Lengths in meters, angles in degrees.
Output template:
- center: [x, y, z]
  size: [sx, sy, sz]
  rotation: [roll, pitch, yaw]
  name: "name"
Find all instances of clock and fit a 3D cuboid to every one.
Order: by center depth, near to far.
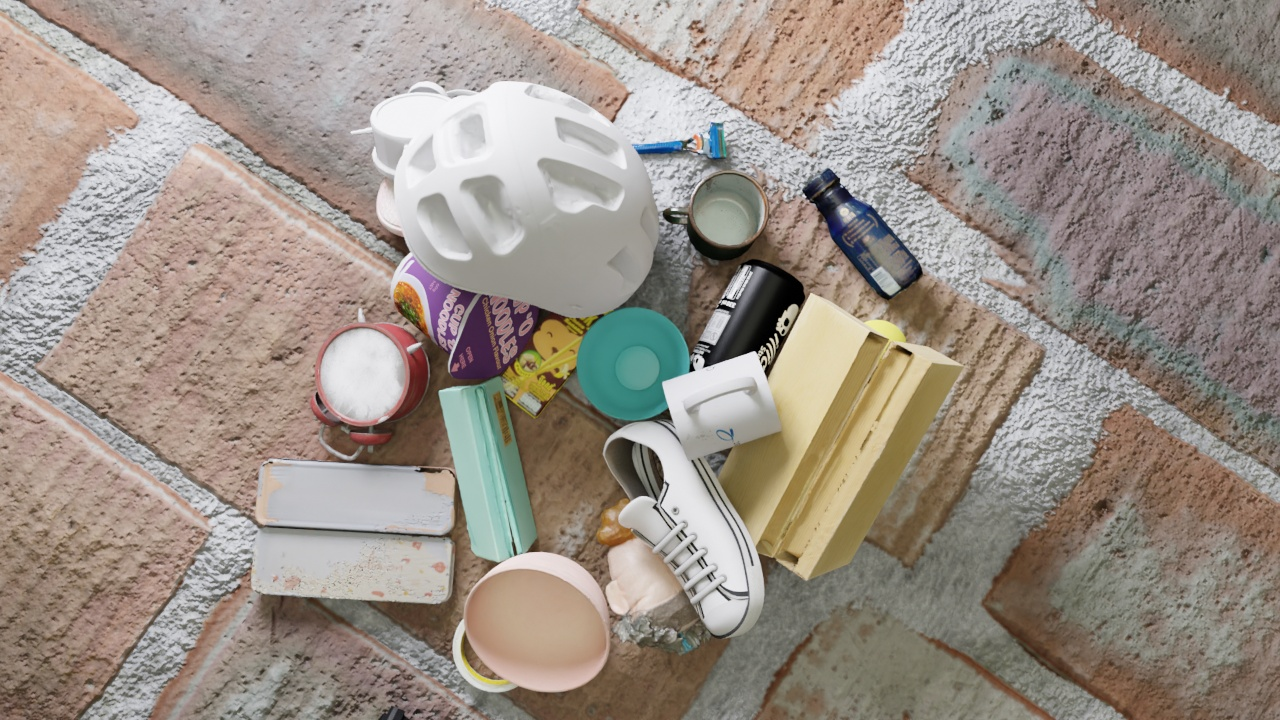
- center: [-0.295, 0.032, 0.991]
  size: [0.110, 0.062, 0.157]
  rotation: [29, 97, 10]
  name: "clock"
- center: [-0.225, -0.251, 1.000]
  size: [0.120, 0.061, 0.158]
  rotation: [28, 49, 23]
  name: "clock"

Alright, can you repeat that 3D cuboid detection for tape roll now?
- center: [-0.155, 0.309, 0.994]
  size: [0.094, 0.019, 0.094]
  rotation: [0, 86, -1]
  name: "tape roll"

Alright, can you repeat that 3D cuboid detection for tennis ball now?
- center: [0.257, -0.011, 1.000]
  size: [0.065, 0.065, 0.065]
  rotation: [0, 85, -1]
  name: "tennis ball"

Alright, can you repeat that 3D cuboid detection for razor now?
- center: [0.026, -0.244, 1.041]
  size: [0.141, 0.018, 0.044]
  rotation: [-4, 86, 3]
  name: "razor"

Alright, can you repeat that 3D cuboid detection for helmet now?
- center: [-0.091, -0.159, 0.921]
  size: [0.184, 0.282, 0.223]
  rotation: [-21, 60, 33]
  name: "helmet"

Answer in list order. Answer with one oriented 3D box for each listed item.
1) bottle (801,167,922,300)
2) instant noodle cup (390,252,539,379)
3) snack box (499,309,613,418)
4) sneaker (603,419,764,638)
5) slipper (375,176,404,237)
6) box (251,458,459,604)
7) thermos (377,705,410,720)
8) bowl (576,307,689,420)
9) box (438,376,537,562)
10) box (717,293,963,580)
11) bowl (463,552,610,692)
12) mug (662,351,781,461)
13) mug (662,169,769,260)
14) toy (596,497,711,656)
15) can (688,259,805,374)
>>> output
- center: [0.243, -0.141, 1.015]
  size: [0.056, 0.056, 0.161]
  rotation: [-39, 87, -4]
  name: "bottle"
- center: [-0.197, -0.057, 0.968]
  size: [0.122, 0.122, 0.136]
  rotation: [28, 56, 24]
  name: "instant noodle cup"
- center: [-0.094, -0.012, 1.017]
  size: [0.061, 0.025, 0.149]
  rotation: [38, 86, 2]
  name: "snack box"
- center: [0.032, 0.165, 0.923]
  size: [0.097, 0.091, 0.245]
  rotation: [-2, 55, -40]
  name: "sneaker"
- center: [-0.181, -0.162, 1.013]
  size: [0.221, 0.056, 0.106]
  rotation: [11, 84, 2]
  name: "slipper"
- center: [-0.308, 0.185, 0.995]
  size: [0.216, 0.043, 0.151]
  rotation: [4, 90, -1]
  name: "box"
- center: [-0.192, 0.446, 0.946]
  size: [0.218, 0.106, 0.105]
  rotation: [25, 85, -4]
  name: "thermos"
- center: [-0.006, 0.006, 1.002]
  size: [0.121, 0.046, 0.121]
  rotation: [-1, 83, 7]
  name: "bowl"
- center: [-0.147, 0.112, 0.975]
  size: [0.079, 0.078, 0.189]
  rotation: [-14, 94, -33]
  name: "box"
- center: [0.194, 0.083, 0.930]
  size: [0.184, 0.141, 0.249]
  rotation: [27, 103, 9]
  name: "box"
- center: [-0.098, 0.256, 0.942]
  size: [0.153, 0.076, 0.153]
  rotation: [4, 112, 10]
  name: "bowl"
- center: [0.078, 0.041, 0.894]
  size: [0.096, 0.119, 0.083]
  rotation: [-19, 73, 4]
  name: "mug"
- center: [0.079, -0.155, 1.002]
  size: [0.111, 0.081, 0.085]
  rotation: [1, 85, -1]
  name: "mug"
- center: [0.009, 0.230, 0.973]
  size: [0.132, 0.076, 0.176]
  rotation: [-17, 76, -39]
  name: "toy"
- center: [0.113, -0.030, 0.993]
  size: [0.080, 0.080, 0.146]
  rotation: [28, 86, 2]
  name: "can"
